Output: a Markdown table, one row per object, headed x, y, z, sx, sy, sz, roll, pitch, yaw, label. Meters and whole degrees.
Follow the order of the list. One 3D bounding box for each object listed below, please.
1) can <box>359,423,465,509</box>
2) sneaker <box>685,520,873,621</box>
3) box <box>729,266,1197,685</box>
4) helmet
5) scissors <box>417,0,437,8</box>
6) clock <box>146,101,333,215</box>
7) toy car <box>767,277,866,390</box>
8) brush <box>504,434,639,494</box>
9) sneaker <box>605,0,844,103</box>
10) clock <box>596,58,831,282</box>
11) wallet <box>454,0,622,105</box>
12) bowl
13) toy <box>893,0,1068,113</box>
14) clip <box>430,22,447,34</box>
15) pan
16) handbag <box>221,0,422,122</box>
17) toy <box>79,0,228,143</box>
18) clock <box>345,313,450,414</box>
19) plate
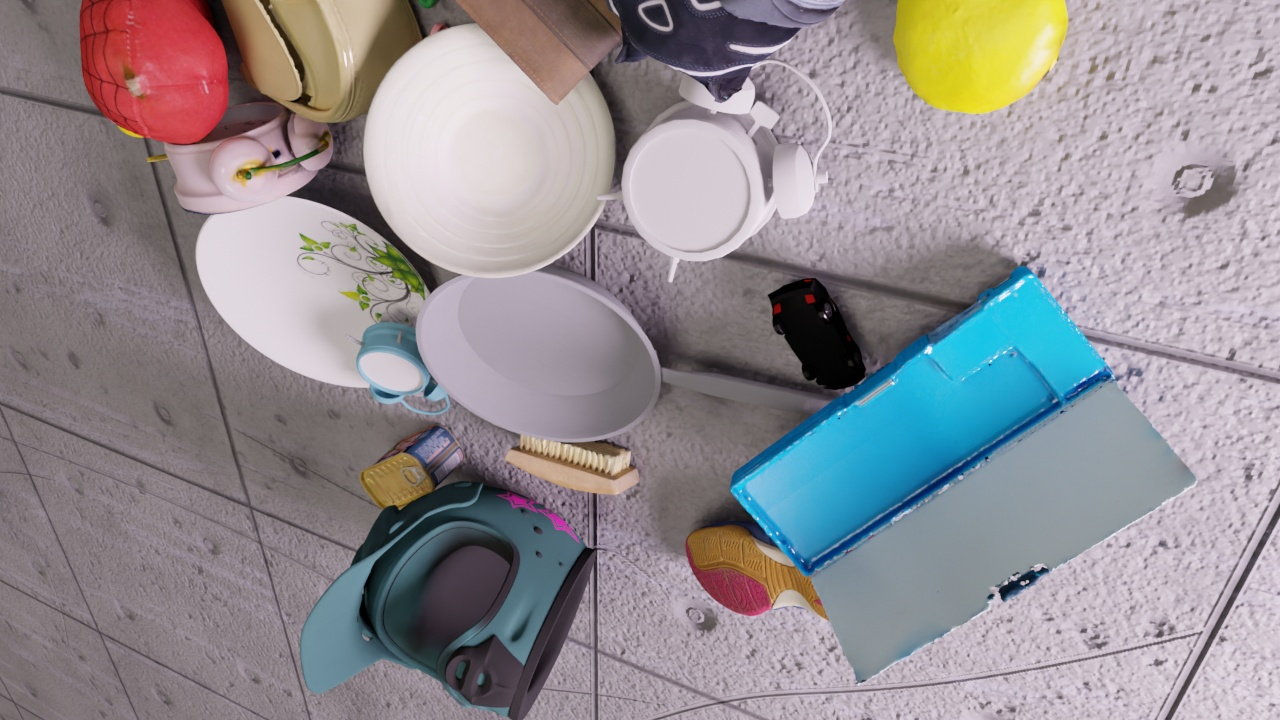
| x | y | z | sx | sy | sz | roll | pitch | yaw | label |
| --- | --- | --- | --- | --- | --- | --- | --- | --- | --- |
| -0.229 | 0.108 | 0.927 | 0.100 | 0.058 | 0.054 | -23 | 106 | 38 | can |
| 0.137 | 0.169 | 0.752 | 0.242 | 0.090 | 0.116 | -2 | 114 | 53 | sneaker |
| 0.200 | 0.076 | 0.605 | 0.244 | 0.070 | 0.170 | -39 | 69 | 19 | box |
| -0.166 | 0.208 | 0.817 | 0.200 | 0.274 | 0.176 | 20 | 101 | 6 | helmet |
| -0.119 | -0.288 | 0.643 | 0.130 | 0.011 | 0.126 | 45 | 132 | -3 | scissors |
| -0.323 | -0.169 | 0.760 | 0.158 | 0.116 | 0.059 | 14 | 131 | 34 | clock |
| 0.129 | -0.020 | 0.655 | 0.042 | 0.036 | 0.092 | -17 | 120 | 38 | toy car |
| -0.060 | 0.088 | 0.826 | 0.117 | 0.049 | 0.039 | 16 | 103 | 22 | brush |
| 0.004 | -0.252 | 0.535 | 0.252 | 0.097 | 0.151 | 50 | 138 | 12 | sneaker |
| 0.055 | -0.132 | 0.612 | 0.160 | 0.060 | 0.120 | -37 | 98 | 32 | clock |
| -0.064 | -0.246 | 0.608 | 0.099 | 0.027 | 0.121 | -43 | 91 | 13 | wallet |
| -0.106 | -0.149 | 0.668 | 0.176 | 0.057 | 0.177 | 0 | 97 | -1 | bowl |
| 0.188 | -0.185 | 0.513 | 0.094 | 0.041 | 0.096 | 36 | 131 | 12 | toy |
| -0.147 | -0.224 | 0.696 | 0.044 | 0.023 | 0.060 | 19 | 121 | 21 | clip |
| -0.004 | 0.004 | 0.728 | 0.357 | 0.050 | 0.201 | 6 | 138 | 9 | pan |
| -0.272 | -0.293 | 0.681 | 0.191 | 0.088 | 0.233 | 4 | 121 | 33 | handbag |
| -0.378 | -0.246 | 0.713 | 0.216 | 0.098 | 0.148 | -128 | 30 | -48 | toy |
| -0.220 | 0.011 | 0.865 | 0.087 | 0.041 | 0.123 | -4 | 138 | 18 | clock |
| -0.295 | -0.065 | 0.855 | 0.229 | 0.030 | 0.230 | 7 | 135 | 7 | plate |
